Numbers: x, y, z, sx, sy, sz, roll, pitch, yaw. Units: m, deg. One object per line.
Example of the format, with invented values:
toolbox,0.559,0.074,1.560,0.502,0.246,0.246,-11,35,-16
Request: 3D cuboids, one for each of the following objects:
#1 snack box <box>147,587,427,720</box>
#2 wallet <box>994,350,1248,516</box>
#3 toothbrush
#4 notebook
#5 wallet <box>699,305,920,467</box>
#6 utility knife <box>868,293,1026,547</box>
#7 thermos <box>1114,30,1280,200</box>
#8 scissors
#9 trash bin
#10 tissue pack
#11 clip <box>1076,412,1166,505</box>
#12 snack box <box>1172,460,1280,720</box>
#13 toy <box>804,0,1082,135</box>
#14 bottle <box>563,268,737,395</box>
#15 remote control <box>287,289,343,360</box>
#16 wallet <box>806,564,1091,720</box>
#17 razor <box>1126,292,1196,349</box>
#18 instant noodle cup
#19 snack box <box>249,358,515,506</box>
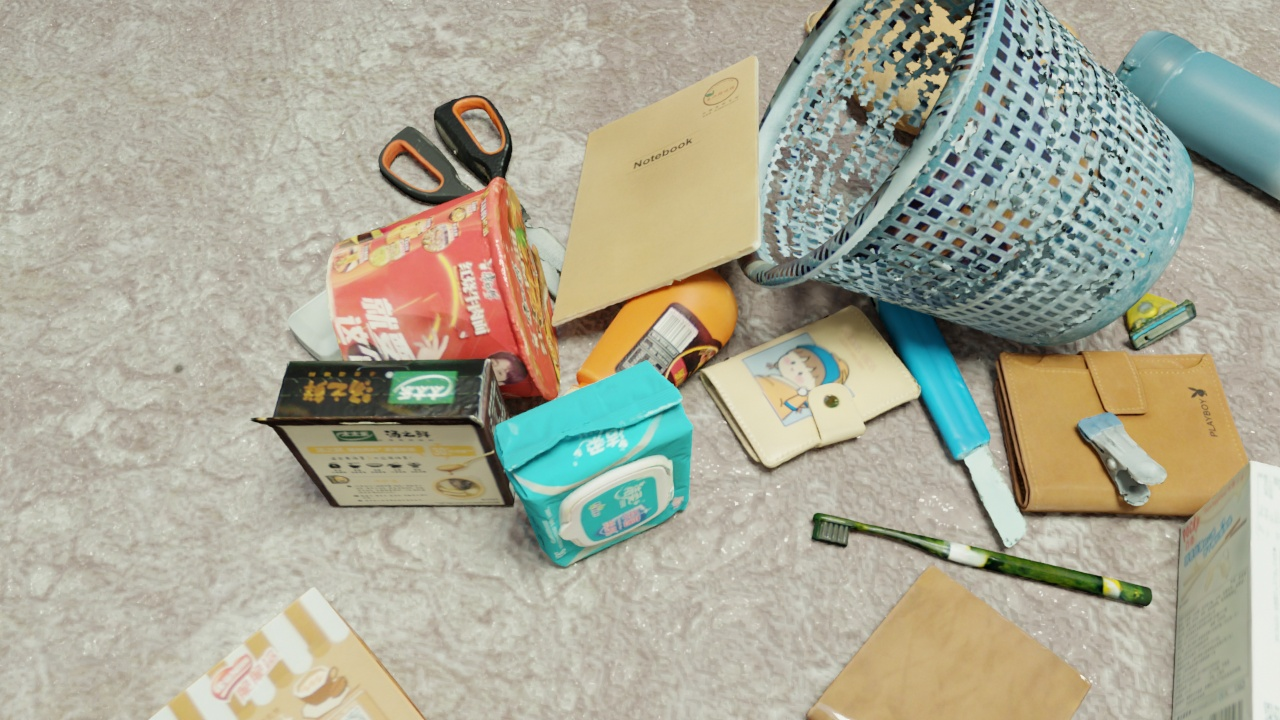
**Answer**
snack box,-0.159,0.184,0.444,0.092,0.077,0.094,-40,64,-22
wallet,0.287,0.042,0.550,0.132,0.031,0.107,2,58,2
toothbrush,0.189,0.114,0.517,0.186,0.012,0.017,12,63,10
notebook,0.013,-0.120,0.624,0.148,0.008,0.207,-19,43,26
wallet,0.108,0.017,0.579,0.115,0.024,0.087,-22,53,-13
utility knife,0.190,0.023,0.572,0.034,0.018,0.203,-10,55,-7
thermos,0.446,-0.165,0.661,0.070,0.070,0.220,-34,61,-19
scissors,-0.117,-0.107,0.675,0.161,0.022,0.233,-15,61,0
trash bin,0.195,-0.109,0.542,0.195,0.227,0.226,24,55,-18
tissue pack,-0.021,0.058,0.490,0.093,0.134,0.050,-23,62,-9
clip,0.270,0.052,0.517,0.024,0.026,0.056,-12,52,-7
snack box,0.294,0.137,0.453,0.027,0.085,0.156,16,58,14
toy,0.222,-0.234,0.712,0.226,0.083,0.143,25,56,21
bottle,-0.003,0.003,0.571,0.067,0.067,0.149,35,71,22
remote control,-0.180,-0.049,0.632,0.049,0.024,0.124,38,65,23
wallet,0.160,0.176,0.473,0.101,0.020,0.115,38,63,25
razor,0.316,-0.069,0.624,0.043,0.028,0.132,-35,59,16
instant noodle cup,-0.117,-0.031,0.558,0.108,0.138,0.137,-13,56,3
snack box,-0.133,0.041,0.509,0.113,0.126,0.053,-1,56,2
